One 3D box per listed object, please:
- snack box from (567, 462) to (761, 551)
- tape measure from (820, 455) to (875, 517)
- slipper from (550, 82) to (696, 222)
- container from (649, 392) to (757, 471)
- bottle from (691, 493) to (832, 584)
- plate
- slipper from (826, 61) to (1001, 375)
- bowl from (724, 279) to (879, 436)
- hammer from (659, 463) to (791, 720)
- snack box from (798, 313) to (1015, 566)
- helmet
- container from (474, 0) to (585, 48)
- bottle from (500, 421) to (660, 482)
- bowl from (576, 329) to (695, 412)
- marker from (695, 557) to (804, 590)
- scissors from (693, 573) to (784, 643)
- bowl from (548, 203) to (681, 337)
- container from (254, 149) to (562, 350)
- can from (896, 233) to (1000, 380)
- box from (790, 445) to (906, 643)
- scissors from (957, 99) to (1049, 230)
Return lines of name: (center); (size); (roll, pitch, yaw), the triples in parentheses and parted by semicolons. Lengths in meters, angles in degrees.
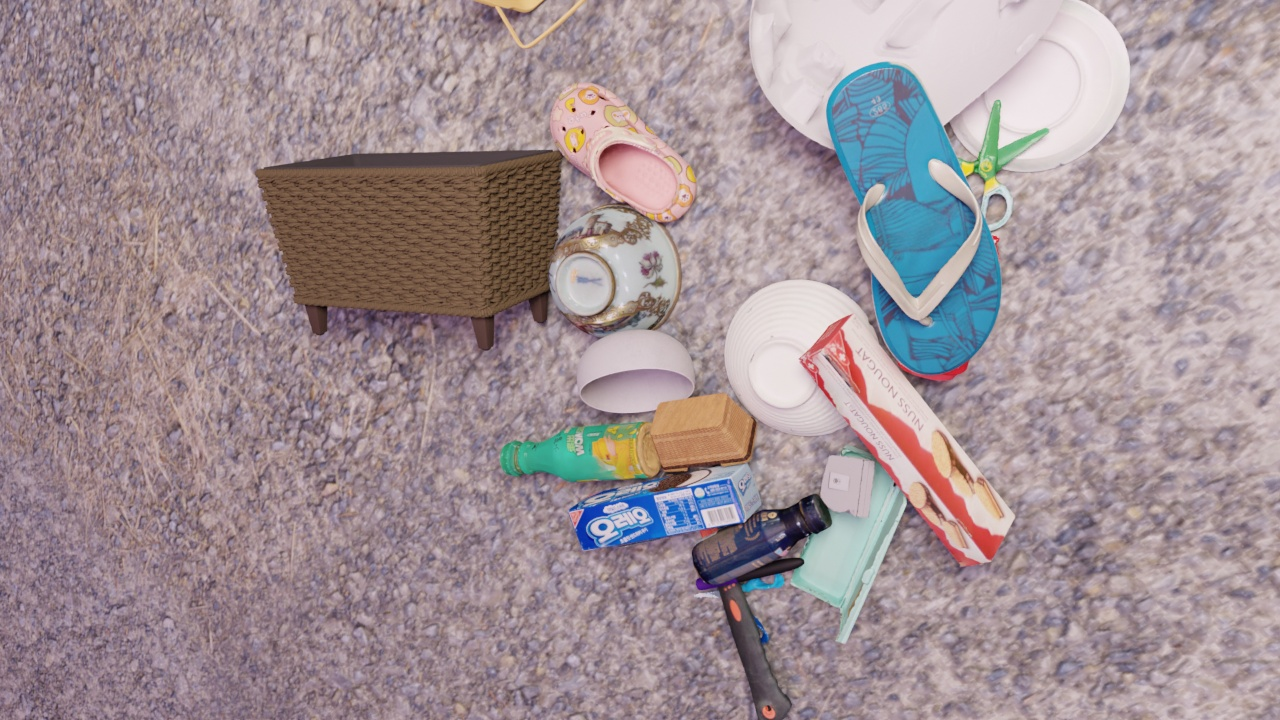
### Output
snack box: (0.025, 0.171, 1.066); (0.227, 0.059, 0.059); (-18, 96, 30)
tape measure: (0.218, 0.131, 0.969); (0.062, 0.020, 0.060); (5, 87, 60)
slipper: (-0.030, -0.223, 1.008); (0.197, 0.081, 0.093); (42, 119, 8)
container: (0.067, 0.080, 1.040); (0.114, 0.063, 0.061); (-10, 133, 28)
bottle: (0.134, 0.197, 1.018); (0.161, 0.056, 0.056); (-30, 89, 22)
plate: (0.360, -0.252, 0.842); (0.157, 0.014, 0.157); (8, 108, 25)
slipper: (0.245, -0.114, 0.800); (0.118, 0.060, 0.295); (-21, 111, 10)
bowl: (0.161, 0.006, 0.981); (0.177, 0.070, 0.177); (7, 107, 25)
hammer: (0.106, 0.274, 1.093); (0.133, 0.033, 0.333); (-20, 90, 29)
snack box: (0.269, 0.080, 0.916); (0.273, 0.076, 0.044); (51, 143, -5)
helmet: (0.225, -0.326, 0.781); (0.224, 0.183, 0.283); (27, 138, -13)
container: (-0.095, -0.440, 0.952); (0.184, 0.129, 0.167); (-36, 80, 29)
bottle: (-0.078, 0.116, 1.132); (0.210, 0.068, 0.068); (-7, 101, 28)
bowl: (-0.006, 0.006, 1.041); (0.132, 0.131, 0.064); (-19, 62, 29)
marker: (0.124, 0.243, 1.053); (0.134, 0.015, 0.018); (-19, 64, 23)
scissors: (0.120, 0.290, 1.113); (0.128, 0.014, 0.129); (-12, 96, 30)
bowl: (-0.043, -0.094, 1.042); (0.160, 0.093, 0.160); (7, 106, 25)
container: (-0.265, -0.137, 1.099); (0.321, 0.176, 0.205); (5, 110, 25)
can: (0.297, -0.056, 0.893); (0.074, 0.074, 0.143); (18, 111, 21)
box: (0.224, 0.199, 0.998); (0.078, 0.109, 0.188); (17, 114, 3)
scissors: (0.332, -0.178, 0.866); (0.128, 0.011, 0.121); (-28, 98, 42)
